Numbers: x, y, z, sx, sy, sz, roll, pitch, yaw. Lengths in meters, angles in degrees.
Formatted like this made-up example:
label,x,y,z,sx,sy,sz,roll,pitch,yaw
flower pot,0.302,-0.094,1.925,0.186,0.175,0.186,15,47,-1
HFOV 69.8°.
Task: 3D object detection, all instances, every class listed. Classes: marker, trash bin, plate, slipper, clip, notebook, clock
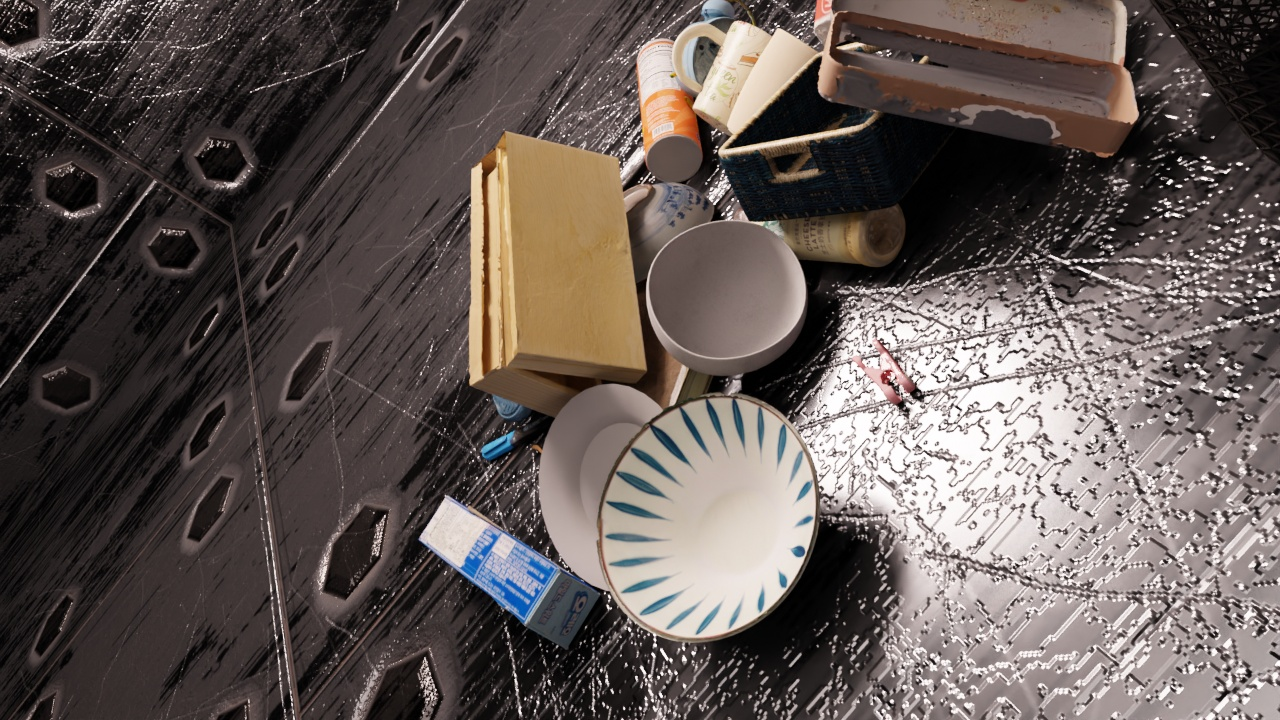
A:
label,x,y,z,sx,sy,sz,roll,pitch,yaw
marker,-0.123,0.076,0.969,0.123,0.015,0.018,-29,40,28
trash bin,0.366,-0.230,0.465,0.217,0.243,0.216,-30,41,30
plate,-0.019,0.107,0.775,0.173,0.019,0.172,-1,88,40
slipper,-0.129,-0.002,0.983,0.214,0.059,0.104,-139,52,-70
clip,0.175,0.012,0.675,0.038,0.022,0.059,-42,38,10
notebook,-0.004,0.005,0.875,0.191,0.034,0.215,-1,59,49
clock,0.088,-0.344,1.020,0.124,0.088,0.052,-56,36,-6

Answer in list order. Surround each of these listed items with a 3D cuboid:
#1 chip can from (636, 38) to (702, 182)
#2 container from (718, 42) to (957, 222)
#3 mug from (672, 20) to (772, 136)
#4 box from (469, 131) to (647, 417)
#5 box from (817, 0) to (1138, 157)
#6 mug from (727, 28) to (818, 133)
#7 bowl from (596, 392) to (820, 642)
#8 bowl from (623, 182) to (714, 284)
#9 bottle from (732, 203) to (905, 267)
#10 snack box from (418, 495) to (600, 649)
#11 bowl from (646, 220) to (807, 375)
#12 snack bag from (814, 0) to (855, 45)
label,x,y,z,sx,sy,sz,roll,pitch,yaw
chip can,0.031,-0.294,1.066,0.062,0.062,0.210,-32,40,27
container,0.174,-0.194,0.752,0.146,0.071,0.186,2,40,45
mug,0.089,-0.303,0.967,0.097,0.122,0.081,-57,15,7
box,-0.079,-0.089,0.851,0.123,0.140,0.248,-27,54,30
box,0.244,-0.231,0.664,0.058,0.216,0.153,96,-173,-56
mug,0.140,-0.257,0.904,0.104,0.085,0.111,-55,5,17
bowl,0.059,0.117,0.662,0.178,0.071,0.177,-17,58,29
bowl,0.000,-0.141,0.947,0.151,0.057,0.150,-31,26,17
bottle,0.145,-0.113,0.785,0.162,0.056,0.056,14,72,53
snack box,-0.127,0.188,0.841,0.227,0.059,0.059,15,70,52
bowl,0.073,-0.047,0.777,0.132,0.064,0.131,-2,66,5
snack bag,0.221,-0.383,0.946,0.077,0.036,0.115,-18,48,39
